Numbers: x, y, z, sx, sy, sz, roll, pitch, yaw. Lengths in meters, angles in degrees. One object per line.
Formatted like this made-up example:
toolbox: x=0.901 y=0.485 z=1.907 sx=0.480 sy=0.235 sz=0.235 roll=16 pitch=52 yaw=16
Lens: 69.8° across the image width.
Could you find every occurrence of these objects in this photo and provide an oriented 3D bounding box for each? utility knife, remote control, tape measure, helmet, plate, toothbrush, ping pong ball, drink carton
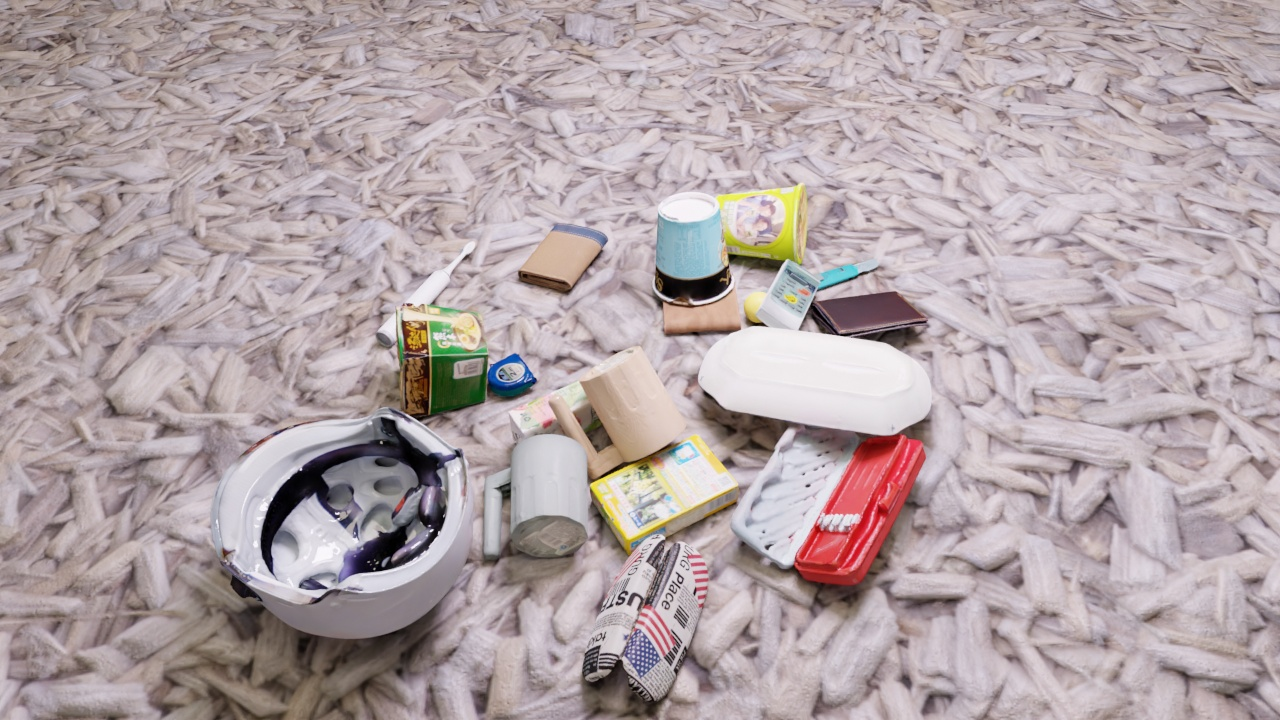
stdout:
utility knife: x=0.246 y=-0.111 z=1.252 sx=0.184 sy=0.013 sz=0.029 roll=-18 pitch=49 yaw=-15
remote control: x=0.192 y=-0.081 z=1.181 sx=0.056 sy=0.019 sz=0.134 roll=34 pitch=42 yaw=1
tape measure: x=-0.161 y=0.021 z=1.132 sx=0.054 sy=0.025 sz=0.058 roll=-26 pitch=45 yaw=-19
helmet: x=-0.277 y=0.171 z=0.899 sx=0.259 sy=0.146 sz=0.228 roll=10 pitch=44 yaw=25
plate: x=0.200 y=0.012 z=1.056 sx=0.266 sy=0.034 sz=0.161 roll=9 pitch=37 yaw=15
toothbrush: x=-0.288 y=-0.098 z=1.259 sx=0.026 sy=0.027 sz=0.220 roll=-14 pitch=32 yaw=41
ping pong ball: x=0.155 y=-0.069 z=1.195 sx=0.040 sy=0.040 sz=0.040 roll=-2 pitch=44 yaw=1
drink carton: x=-0.090 y=0.063 z=1.065 sx=0.122 sy=0.054 sz=0.045 roll=-25 pitch=48 yaw=-22

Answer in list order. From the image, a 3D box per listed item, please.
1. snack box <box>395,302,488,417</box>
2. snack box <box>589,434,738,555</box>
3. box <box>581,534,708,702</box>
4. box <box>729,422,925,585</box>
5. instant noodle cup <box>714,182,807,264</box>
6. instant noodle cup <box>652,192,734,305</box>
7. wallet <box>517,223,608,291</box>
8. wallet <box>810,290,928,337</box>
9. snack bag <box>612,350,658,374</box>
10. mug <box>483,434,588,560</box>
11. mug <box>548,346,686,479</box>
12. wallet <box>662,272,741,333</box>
snack box: x=-0.238 y=-0.001 z=1.106 sx=0.105 sy=0.118 sz=0.117 roll=-3 pitch=43 yaw=-15
snack box: x=0.026 y=0.143 z=0.992 sx=0.140 sy=0.034 sz=0.087 roll=-22 pitch=48 yaw=-21
box: x=0.010 y=0.248 z=0.883 sx=0.086 sy=0.076 sz=0.161 roll=36 pitch=46 yaw=-6
box: x=0.200 y=0.140 z=0.968 sx=0.158 sy=0.069 sz=0.200 roll=18 pitch=48 yaw=28
instant noodle cup: x=0.164 y=-0.191 z=1.280 sx=0.123 sy=0.112 sz=0.111 roll=4 pitch=44 yaw=18
instant noodle cup: x=0.067 y=-0.151 z=1.206 sx=0.111 sy=0.121 sz=0.111 roll=-4 pitch=39 yaw=3
wallet: x=-0.109 y=-0.147 z=1.297 sx=0.090 sy=0.033 sz=0.115 roll=15 pitch=48 yaw=21
wallet: x=0.292 y=-0.060 z=1.175 sx=0.122 sy=0.020 sz=0.096 roll=-9 pitch=30 yaw=-10
snack bag: x=-0.007 y=0.006 z=1.098 sx=0.045 sy=0.105 sz=0.026 roll=24 pitch=84 yaw=10
mug: x=-0.113 y=0.150 z=0.969 sx=0.124 sy=0.084 sz=0.103 roll=-24 pitch=43 yaw=17
mug: x=-0.027 y=0.057 z=1.019 sx=0.124 sy=0.103 sz=0.084 roll=-30 pitch=10 yaw=-2
wallet: x=0.080 y=-0.078 z=1.226 sx=0.101 sy=0.020 sz=0.115 roll=-2 pitch=41 yaw=2
